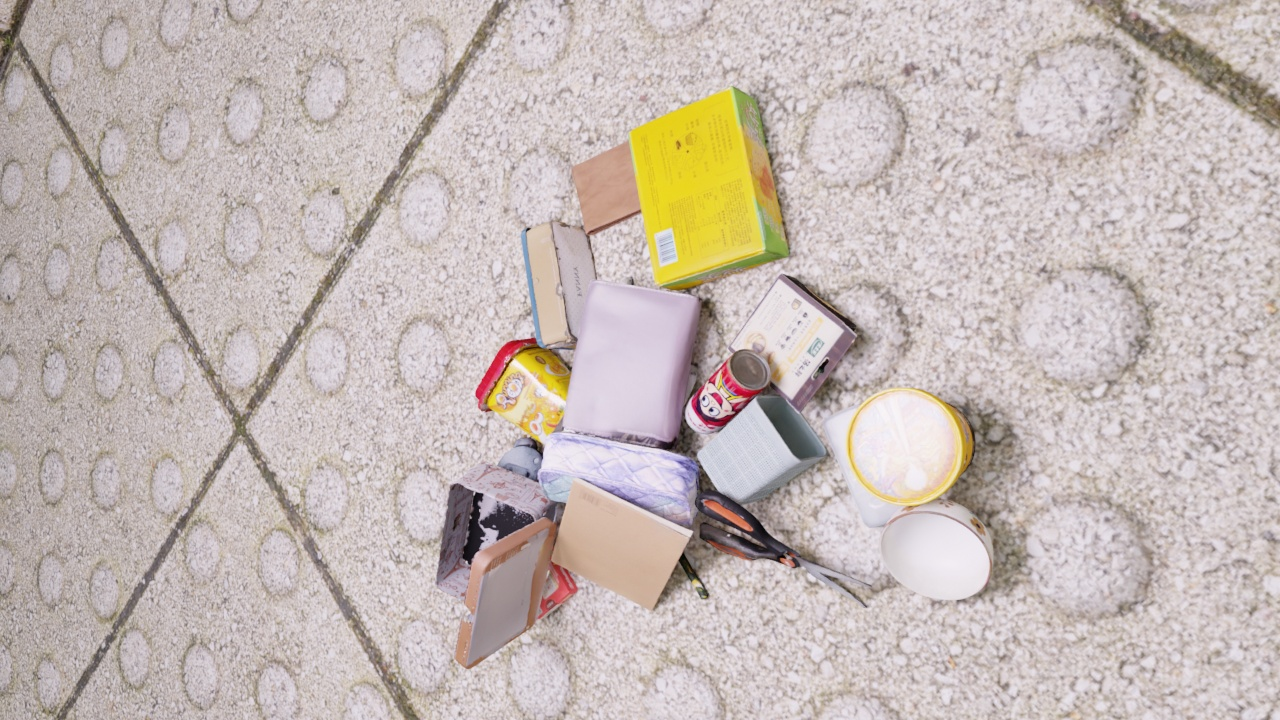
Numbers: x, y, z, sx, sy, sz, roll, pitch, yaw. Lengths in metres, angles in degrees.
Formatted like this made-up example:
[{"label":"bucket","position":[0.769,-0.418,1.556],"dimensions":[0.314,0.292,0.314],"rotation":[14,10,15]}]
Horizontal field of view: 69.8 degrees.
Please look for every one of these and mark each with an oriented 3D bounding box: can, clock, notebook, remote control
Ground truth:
[{"label":"can","position":[0.101,0.040,1.088],"dimensions":[0.053,0.053,0.133],"rotation":[64,149,18]},{"label":"clock","position":[-0.151,0.152,1.275],"dimensions":[0.082,0.055,0.122],"rotation":[13,79,28]},{"label":"notebook","position":[-0.030,0.229,1.120],"dimensions":[0.149,0.012,0.212],"rotation":[25,141,6]},{"label":"remote control","position":[0.255,0.119,1.037],"dimensions":[0.056,0.020,0.136],"rotation":[-29,73,28]}]

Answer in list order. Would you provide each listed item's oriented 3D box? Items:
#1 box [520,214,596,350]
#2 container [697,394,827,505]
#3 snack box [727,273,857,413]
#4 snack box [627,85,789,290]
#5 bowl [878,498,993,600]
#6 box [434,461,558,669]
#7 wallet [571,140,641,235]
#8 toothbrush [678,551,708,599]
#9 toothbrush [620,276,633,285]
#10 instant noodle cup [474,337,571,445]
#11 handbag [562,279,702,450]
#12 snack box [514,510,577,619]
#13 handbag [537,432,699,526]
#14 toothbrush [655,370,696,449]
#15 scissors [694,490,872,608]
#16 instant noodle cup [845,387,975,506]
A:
[{"label":"box","position":[-0.106,-0.107,1.242],"dimensions":[0.060,0.089,0.184],"rotation":[-17,77,33]},{"label":"container","position":[0.139,0.109,1.075],"dimensions":[0.112,0.090,0.090],"rotation":[-44,66,27]},{"label":"snack box","position":[0.182,-0.020,1.070],"dimensions":[0.125,0.053,0.113],"rotation":[43,111,26]},{"label":"snack box","position":[0.082,-0.207,1.132],"dimensions":[0.158,0.070,0.210],"rotation":[-16,80,32]},{"label":"bowl","position":[0.314,0.188,0.961],"dimensions":[0.113,0.062,0.114],"rotation":[16,125,24]},{"label":"box","position":[-0.200,0.264,1.167],"dimensions":[0.157,0.192,0.183],"rotation":[19,113,16]},{"label":"wallet","position":[-0.037,-0.236,1.242],"dimensions":[0.115,0.020,0.101],"rotation":[-18,78,29]},{"label":"toothbrush","position":[0.038,0.223,1.180],"dimensions":[0.017,0.012,0.185],"rotation":[-40,68,21]},{"label":"toothbrush","position":[-0.018,-0.022,1.224],"dimensions":[0.016,0.018,0.181],"rotation":[-1,89,28]},{"label":"instant noodle cup","position":[-0.140,0.045,1.251],"dimensions":[0.123,0.115,0.116],"rotation":[38,108,16]},{"label":"handbag","position":[-0.007,0.007,1.156],"dimensions":[0.145,0.098,0.197],"rotation":[9,86,18]},{"label":"snack box","position":[-0.154,0.281,1.296],"dimensions":[0.075,0.025,0.153],"rotation":[-44,67,23]},{"label":"handbag","position":[-0.022,0.144,1.119],"dimensions":[0.194,0.134,0.075],"rotation":[11,64,8]},{"label":"toothbrush","position":[0.031,0.094,1.180],"dimensions":[0.016,0.016,0.180],"rotation":[29,99,26]},{"label":"scissors","position":[0.150,0.216,1.055],"dimensions":[0.222,0.211,0.021],"rotation":[-2,45,50]},{"label":"instant noodle cup","position":[0.289,0.088,0.959],"dimensions":[0.119,0.114,0.118],"rotation":[-2,87,32]}]
